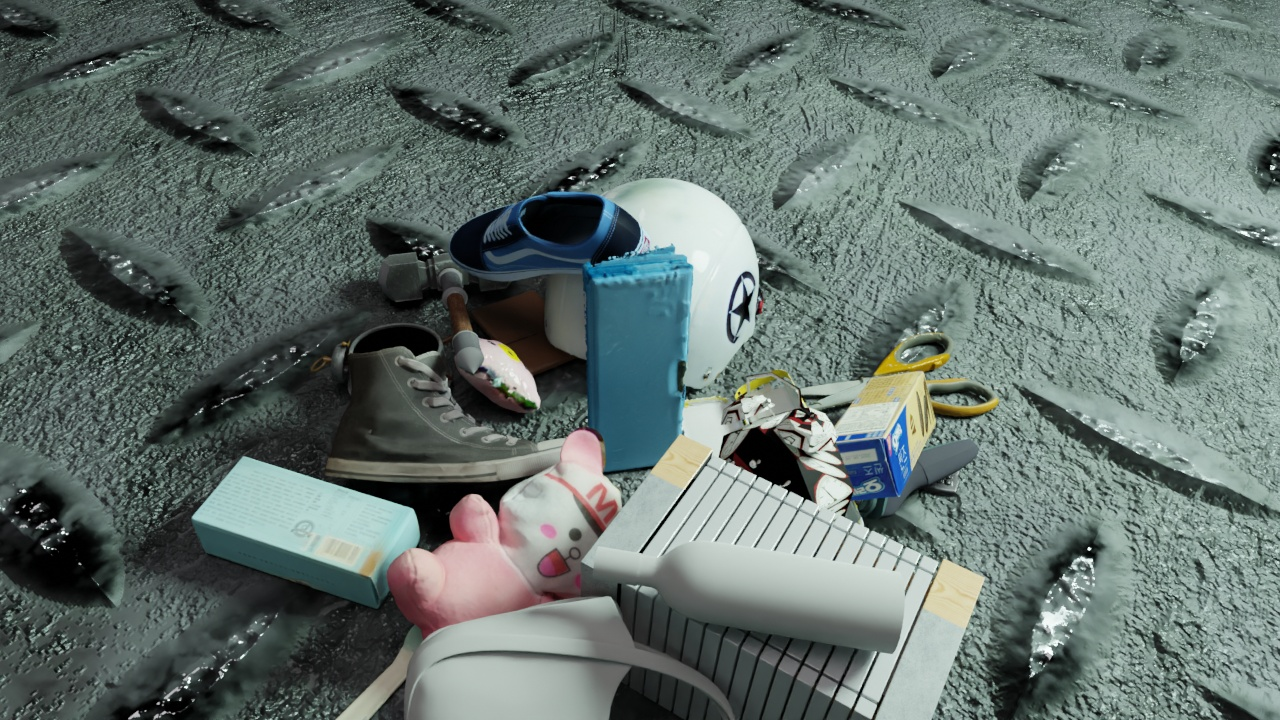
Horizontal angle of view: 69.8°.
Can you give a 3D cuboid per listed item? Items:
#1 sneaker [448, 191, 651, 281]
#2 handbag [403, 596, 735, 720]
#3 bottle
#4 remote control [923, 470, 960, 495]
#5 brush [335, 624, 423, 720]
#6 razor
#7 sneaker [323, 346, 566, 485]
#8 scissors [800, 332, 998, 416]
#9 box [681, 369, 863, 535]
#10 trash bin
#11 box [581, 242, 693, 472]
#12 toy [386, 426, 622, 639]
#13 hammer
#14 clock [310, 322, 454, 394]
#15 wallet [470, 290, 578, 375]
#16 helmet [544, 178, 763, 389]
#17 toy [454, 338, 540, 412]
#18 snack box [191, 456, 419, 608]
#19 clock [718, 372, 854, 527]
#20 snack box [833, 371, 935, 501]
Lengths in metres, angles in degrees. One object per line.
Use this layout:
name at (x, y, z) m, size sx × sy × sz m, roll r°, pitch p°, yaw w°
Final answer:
sneaker at (-0.110, -0.132, 0.886) m, size 0.242 × 0.098 × 0.083 m, roll 5°, pitch 68°, yaw 35°
handbag at (-0.044, 0.271, 0.621) m, size 0.222 × 0.096 × 0.215 m, roll -1°, pitch 84°, yaw -10°
bottle at (0.067, 0.147, 0.596) m, size 0.195 × 0.053 × 0.052 m, roll 8°, pitch 44°, yaw 5°
remote control at (0.249, 0.100, 0.899) m, size 0.124 × 0.009 × 0.046 m, roll 13°, pitch 44°, yaw 10°
brush at (-0.210, 0.264, 0.696) m, size 0.033 × 0.012 × 0.217 m, roll 28°, pitch 50°, yaw 23°
razor at (0.256, 0.108, 0.859) m, size 0.142 × 0.047 × 0.052 m, roll -18°, pitch 83°, yaw -17°
sneaker at (-0.161, 0.054, 0.831) m, size 0.235 × 0.095 × 0.119 m, roll 2°, pitch 81°, yaw 8°
scissors at (0.268, 0.033, 0.966) m, size 0.225 × 0.016 × 0.162 m, roll -20°, pitch 48°, yaw -23°
box at (0.117, 0.100, 0.872) m, size 0.129 × 0.039 × 0.209 m, roll -17°, pitch 47°, yaw -2°
trash bin at (0.096, 0.197, 0.689) m, size 0.247 × 0.143 × 0.142 m, roll 24°, pitch 47°, yaw 20°
box at (-0.005, 0.004, 0.822) m, size 0.093 × 0.232 × 0.048 m, roll -7°, pitch 41°, yaw -8°
toy at (-0.091, 0.158, 0.741) m, size 0.212 × 0.084 × 0.142 m, roll -34°, pitch 98°, yaw -30°
hammer at (-0.184, -0.050, 0.924) m, size 0.156 × 0.043 × 0.322 m, roll -8°, pitch 24°, yaw -13°
clock at (-0.258, 0.006, 0.928) m, size 0.148 × 0.056 × 0.103 m, roll 2°, pitch 36°, yaw -3°
wallet at (-0.121, -0.031, 1.008) m, size 0.087 × 0.013 × 0.121 m, roll -22°, pitch 49°, yaw -31°
helmet at (0.020, -0.110, 0.988) m, size 0.237 × 0.164 × 0.263 m, roll 21°, pitch 42°, yaw 14°
toy at (-0.146, 0.009, 0.929) m, size 0.102 × 0.050 × 0.093 m, roll 40°, pitch 11°, yaw -21°
snack box at (-0.283, 0.145, 0.784) m, size 0.175 × 0.053 × 0.074 m, roll 15°, pitch 45°, yaw 10°
clock at (0.109, 0.085, 0.756) m, size 0.064 × 0.155 × 0.115 m, roll -21°, pitch 22°, yaw -35°
snack box at (0.221, 0.066, 0.835) m, size 0.056 × 0.057 × 0.206 m, roll -10°, pitch 11°, yaw 28°
